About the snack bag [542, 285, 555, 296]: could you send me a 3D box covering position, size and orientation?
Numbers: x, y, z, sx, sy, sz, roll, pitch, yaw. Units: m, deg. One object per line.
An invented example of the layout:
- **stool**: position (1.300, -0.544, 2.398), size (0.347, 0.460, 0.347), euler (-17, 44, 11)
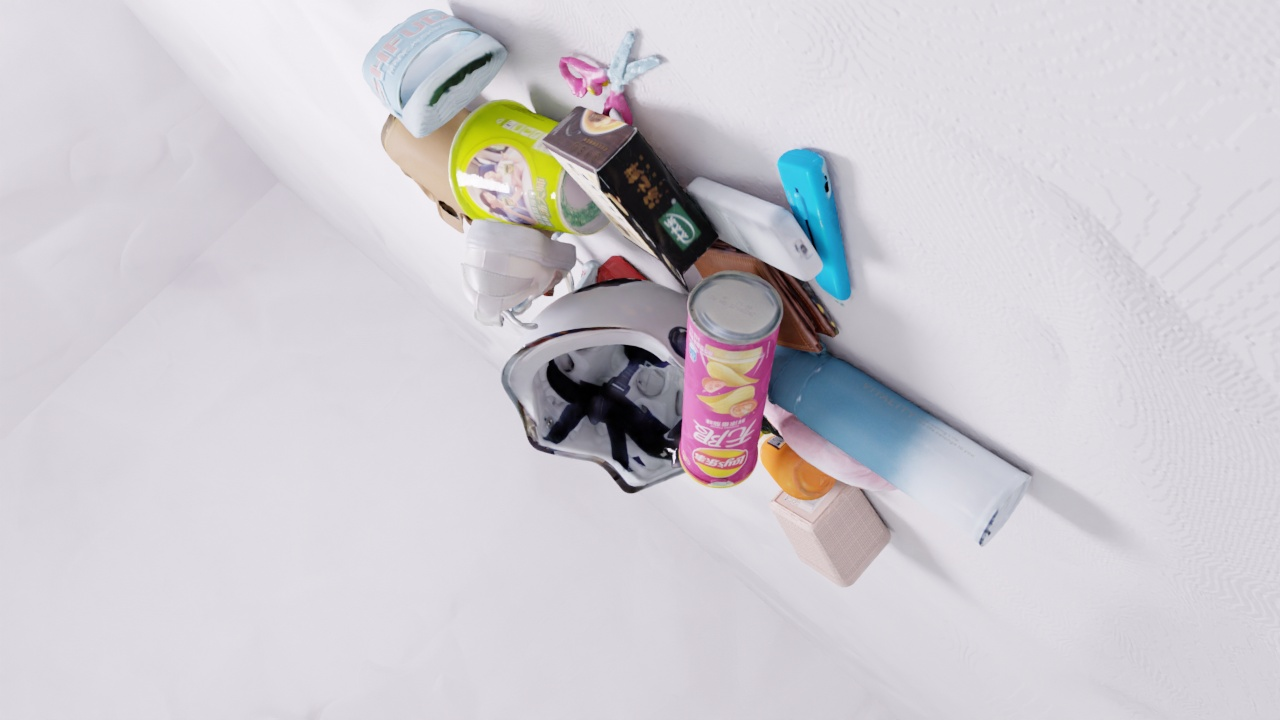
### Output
- **snack bag**: position (-0.137, -0.114, 1.054), size (0.104, 0.026, 0.048), euler (49, -165, -24)

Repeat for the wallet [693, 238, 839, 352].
- **wallet**: position (0.091, -0.058, 0.736), size (0.101, 0.032, 0.125), euler (52, 165, -27)

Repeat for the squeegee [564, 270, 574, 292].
- **squeegee**: position (-0.154, -0.168, 1.131), size (0.246, 0.039, 0.246), euler (44, 173, 3)

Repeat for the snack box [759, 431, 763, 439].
- **snack box**: position (0.091, 0.053, 1.136), size (0.087, 0.033, 0.140), euler (47, 166, -22)

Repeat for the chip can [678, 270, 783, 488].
- **chip can**: position (0.068, 0.022, 0.740), size (0.071, 0.071, 0.211), euler (37, 152, 25)

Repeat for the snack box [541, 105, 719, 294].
- **snack box**: position (-0.006, -0.121, 0.677), size (0.113, 0.053, 0.125), euler (46, 177, -36)

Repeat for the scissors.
- **scissors**: position (-0.011, -0.189, 0.638), size (0.083, 0.017, 0.138), euler (49, 164, -24)

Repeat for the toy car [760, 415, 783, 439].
- **toy car**: position (0.148, 0.062, 0.966), size (0.090, 0.035, 0.042), euler (28, 164, 49)

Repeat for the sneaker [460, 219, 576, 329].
- **sneaker**: position (-0.112, -0.072, 0.845), size (0.089, 0.091, 0.242), euler (10, -176, 1)

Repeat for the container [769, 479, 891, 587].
- **container**: position (0.216, 0.184, 1.060), size (0.090, 0.090, 0.111), euler (28, 158, 52)

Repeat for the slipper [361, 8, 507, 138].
- **slipper**: position (-0.187, -0.253, 0.783), size (0.074, 0.104, 0.245), euler (51, 172, -29)

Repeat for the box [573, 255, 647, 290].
- **box**: position (-0.048, -0.046, 1.064), size (0.095, 0.101, 0.202), euler (42, 169, 4)

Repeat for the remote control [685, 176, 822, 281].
- **remote control**: position (0.076, -0.094, 0.633), size (0.056, 0.020, 0.136), euler (49, 177, -30)

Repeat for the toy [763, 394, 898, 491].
- **toy**: position (0.172, 0.070, 0.833), size (0.121, 0.054, 0.159), euler (19, -167, -36)

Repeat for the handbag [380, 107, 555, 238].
- **handbag**: position (-0.174, -0.192, 0.951), size (0.204, 0.099, 0.148), euler (34, 170, 11)

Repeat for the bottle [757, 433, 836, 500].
- **bottle**: position (0.167, 0.111, 1.032), size (0.067, 0.066, 0.149), euler (45, 176, -13)

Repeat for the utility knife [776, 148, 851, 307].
- **utility knife**: position (0.117, -0.080, 0.595), size (0.034, 0.018, 0.159), euler (34, 167, 33)

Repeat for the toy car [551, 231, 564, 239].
- **toy car**: position (-0.123, -0.169, 1.039), size (0.090, 0.034, 0.043), euler (37, 164, 20)

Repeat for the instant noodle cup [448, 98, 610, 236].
- **instant noodle cup**: position (-0.081, -0.156, 0.780), size (0.123, 0.111, 0.112), euler (24, 160, 37)

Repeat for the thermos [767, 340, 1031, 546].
- **thermos**: position (0.192, 0.055, 0.724), size (0.220, 0.070, 0.070), euler (36, 167, 29)

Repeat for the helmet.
- **helmet**: position (-0.005, 0.005, 0.921), size (0.258, 0.145, 0.230), euler (33, 136, -25)
